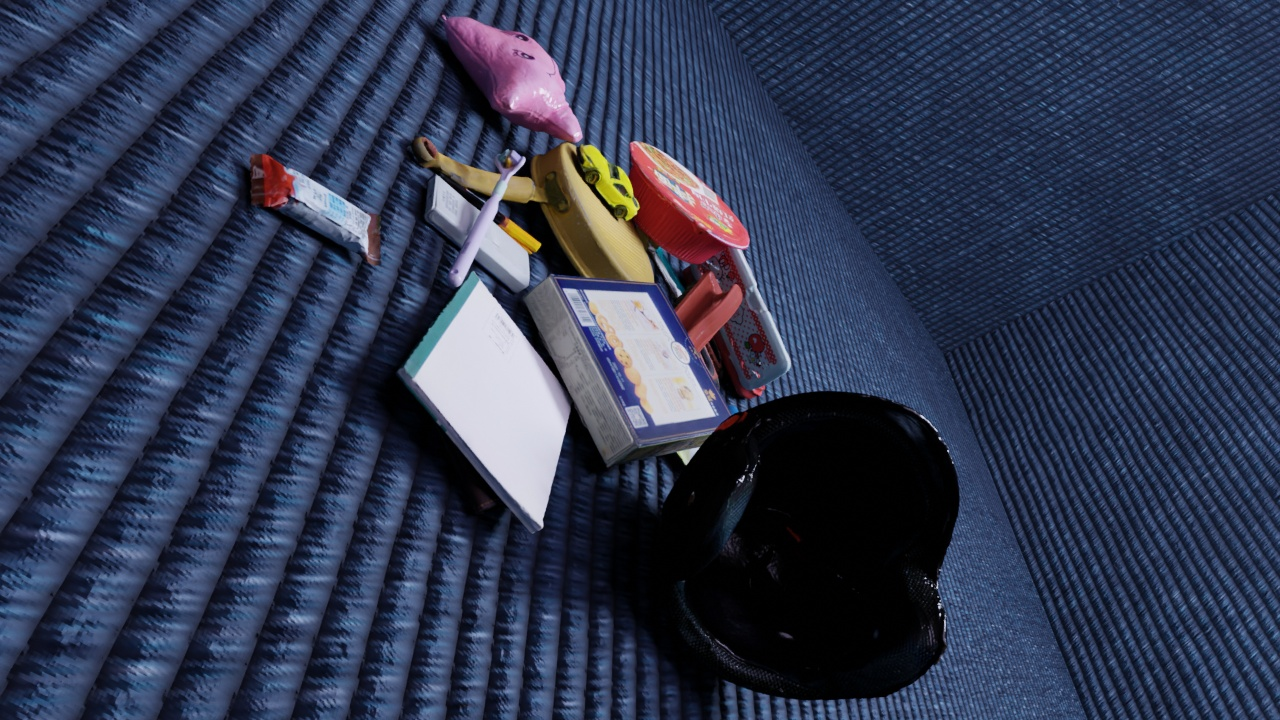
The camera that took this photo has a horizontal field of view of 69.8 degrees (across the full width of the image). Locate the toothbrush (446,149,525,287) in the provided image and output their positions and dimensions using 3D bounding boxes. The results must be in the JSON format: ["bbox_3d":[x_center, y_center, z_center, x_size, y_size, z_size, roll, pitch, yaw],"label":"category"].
[{"bbox_3d":[-0.135,-0.126,0.795,0.188,0.029,0.021,-78,170,-45],"label":"toothbrush"}]

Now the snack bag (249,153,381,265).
[{"bbox_3d":[-0.222,-0.104,0.638,0.104,0.026,0.048,30,44,-53],"label":"snack bag"}]

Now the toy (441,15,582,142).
[{"bbox_3d":[-0.141,-0.308,0.989,0.178,0.075,0.194,30,27,-31],"label":"toy"}]

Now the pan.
[{"bbox_3d":[-0.098,-0.160,0.950,0.357,0.078,0.197,31,34,-62],"label":"pan"}]

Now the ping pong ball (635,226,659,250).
[{"bbox_3d":[0.012,-0.162,1.188,0.040,0.040,0.040,46,27,-32],"label":"ping pong ball"}]

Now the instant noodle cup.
[{"bbox_3d":[0.044,-0.186,1.143,0.194,0.066,0.193,34,25,-18],"label":"instant noodle cup"}]

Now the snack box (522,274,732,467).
[{"bbox_3d":[-0.005,0.005,0.881,0.182,0.046,0.178,-2,59,-55],"label":"snack box"}]

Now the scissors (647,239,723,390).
[{"bbox_3d":[0.056,-0.051,1.137,0.207,0.015,0.191,25,51,-64],"label":"scissors"}]

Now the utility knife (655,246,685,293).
[{"bbox_3d":[0.037,-0.120,1.226,0.179,0.013,0.029,60,19,-5],"label":"utility knife"}]

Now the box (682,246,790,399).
[{"bbox_3d":[0.122,-0.052,1.228,0.155,0.073,0.201,121,-52,-69],"label":"box"}]

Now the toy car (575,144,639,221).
[{"bbox_3d":[-0.034,-0.199,1.009,0.105,0.032,0.048,44,24,-44],"label":"toy car"}]

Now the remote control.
[{"bbox_3d":[-0.143,-0.111,0.819,0.125,0.024,0.049,40,30,-40],"label":"remote control"}]

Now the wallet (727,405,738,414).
[{"bbox_3d":[0.116,0.119,1.029,0.133,0.040,0.106,-89,161,-72],"label":"wallet"}]

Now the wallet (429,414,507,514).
[{"bbox_3d":[-0.119,0.052,0.684,0.122,0.020,0.096,64,17,10],"label":"wallet"}]

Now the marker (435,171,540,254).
[{"bbox_3d":[-0.139,-0.135,0.842,0.124,0.015,0.018,36,-2,-38],"label":"marker"}]

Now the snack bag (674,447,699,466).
[{"bbox_3d":[0.021,0.050,0.963,0.191,0.039,0.110,42,40,-37],"label":"snack bag"}]

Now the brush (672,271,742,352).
[{"bbox_3d":[0.064,-0.044,1.068,0.145,0.069,0.063,-48,118,-43],"label":"brush"}]

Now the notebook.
[{"bbox_3d":[-0.109,0.022,0.712,0.150,0.012,0.208,54,16,-17],"label":"notebook"}]

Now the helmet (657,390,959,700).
[{"bbox_3d":[0.137,0.148,0.797,0.233,0.274,0.230,38,-1,-11],"label":"helmet"}]
